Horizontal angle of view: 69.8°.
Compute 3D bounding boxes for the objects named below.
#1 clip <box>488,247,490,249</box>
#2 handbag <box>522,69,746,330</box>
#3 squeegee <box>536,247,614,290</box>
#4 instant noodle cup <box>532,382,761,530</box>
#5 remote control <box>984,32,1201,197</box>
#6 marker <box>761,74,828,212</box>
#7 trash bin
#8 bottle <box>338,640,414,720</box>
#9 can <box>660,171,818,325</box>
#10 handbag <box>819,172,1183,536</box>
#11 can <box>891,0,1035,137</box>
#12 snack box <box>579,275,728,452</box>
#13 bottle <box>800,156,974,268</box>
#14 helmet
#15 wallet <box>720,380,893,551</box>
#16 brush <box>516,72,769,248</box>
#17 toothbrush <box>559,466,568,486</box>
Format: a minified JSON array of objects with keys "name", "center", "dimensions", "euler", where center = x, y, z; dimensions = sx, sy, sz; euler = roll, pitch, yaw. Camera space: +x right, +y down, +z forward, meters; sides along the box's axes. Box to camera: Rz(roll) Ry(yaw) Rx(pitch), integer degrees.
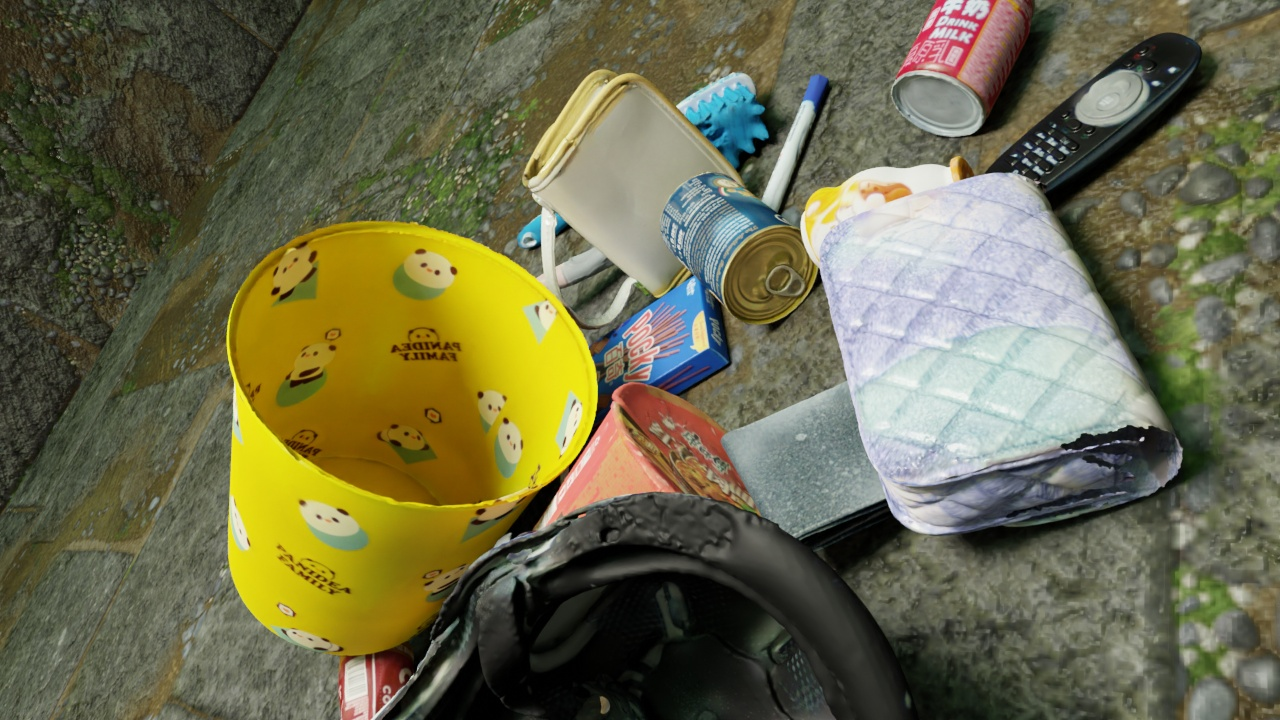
[{"name":"clip","center":[-0.182,-0.075,0.980],"dimensions":[0.035,0.071,0.099],"euler":[-14,44,40]},{"name":"handbag","center":[-0.022,-0.116,0.728],"dimensions":[0.178,0.163,0.063],"euler":[-53,34,-1]},{"name":"squeegee","center":[-0.069,-0.068,0.821],"dimensions":[0.250,0.040,0.247],"euler":[-33,35,12]},{"name":"instant noodle cup","center":[0.007,0.097,0.551],"dimensions":[0.109,0.137,0.137],"euler":[-50,35,19]},{"name":"remote control","center":[0.266,-0.137,0.544],"dimensions":[0.137,0.024,0.053],"euler":[-40,36,15]},{"name":"marker","center":[0.122,-0.169,0.739],"dimensions":[0.017,0.017,0.145],"euler":[1,61,48]},{"name":"trash bin","center":[-0.182,0.072,0.654],"dimensions":[0.229,0.229,0.256],"euler":[-94,26,-43]},{"name":"bottle","center":[-0.193,0.286,0.669],"dimensions":[0.057,0.057,0.174],"euler":[-40,38,17]},{"name":"can","center":[0.069,-0.085,0.671],"dimensions":[0.075,0.075,0.111],"euler":[-47,39,8]},{"name":"handbag","center":[0.176,-0.008,0.484],"dimensions":[0.134,0.075,0.193],"euler":[-17,47,16]},{"name":"can","center":[0.219,-0.209,0.621],"dimensions":[0.067,0.066,0.093],"euler":[15,72,52]},{"name":"snack box","center":[-0.004,0.004,0.724],"dimensions":[0.157,0.026,0.084],"euler":[-33,39,26]},{"name":"bottle","center":[0.161,-0.095,0.593],"dimensions":[0.109,0.063,0.063],"euler":[-19,48,37]},{"name":"helmet","center":[0.008,0.190,0.431],"dimensions":[0.230,0.156,0.274],"euler":[43,98,21]},{"name":"wallet","center":[0.116,0.052,0.524],"dimensions":[0.121,0.019,0.097],"euler":[-24,40,-1]},{"name":"brush","center":[-0.013,-0.163,0.860],"dimensions":[0.315,0.060,0.109],"euler":[-33,34,29]},{"name":"toothbrush","center":[-0.065,0.073,0.742],"dimensions":[0.016,0.016,0.179],"euler":[-31,41,24]}]
